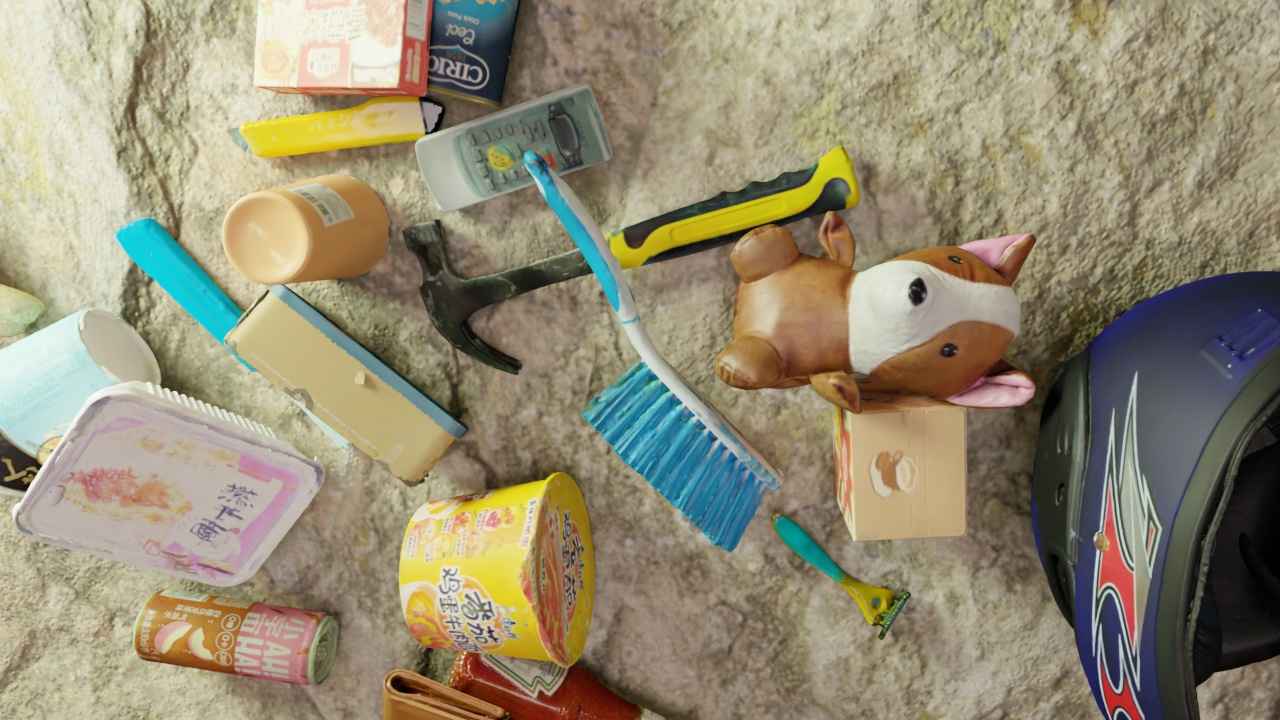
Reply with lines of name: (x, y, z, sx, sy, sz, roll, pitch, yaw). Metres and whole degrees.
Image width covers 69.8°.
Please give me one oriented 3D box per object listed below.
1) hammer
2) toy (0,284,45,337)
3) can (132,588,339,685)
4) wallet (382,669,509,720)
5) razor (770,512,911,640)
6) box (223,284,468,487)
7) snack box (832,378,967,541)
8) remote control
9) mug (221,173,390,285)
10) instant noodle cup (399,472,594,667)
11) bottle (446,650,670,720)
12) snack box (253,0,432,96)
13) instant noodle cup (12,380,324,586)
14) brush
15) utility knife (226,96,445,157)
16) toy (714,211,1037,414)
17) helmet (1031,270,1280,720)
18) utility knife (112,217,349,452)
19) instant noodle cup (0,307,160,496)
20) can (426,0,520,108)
hammer: (-0.003, -0.081, 0.664, 0.323, 0.032, 0.126, -16, 101, 7)
toy: (-0.521, -0.081, 0.687, 0.157, 0.066, 0.105, 46, 143, -10)
can: (-0.323, 0.222, 0.738, 0.147, 0.058, 0.058, 8, 103, 2)
wallet: (-0.153, 0.295, 0.724, 0.108, 0.031, 0.132, 21, 138, 1)
razor: (0.149, 0.160, 0.708, 0.132, 0.028, 0.043, 39, 79, -8)
box: (-0.203, 0.023, 0.666, 0.184, 0.090, 0.061, 37, 82, -8)
snack box: (0.181, 0.067, 0.652, 0.077, 0.094, 0.093, -3, 102, 5)
remote control: (-0.090, -0.150, 0.653, 0.135, 0.019, 0.056, -16, 118, 7)
mug: (-0.229, -0.088, 0.630, 0.078, 0.122, 0.078, 1, 102, 3)
instant noodle cup: (-0.104, 0.154, 0.676, 0.110, 0.137, 0.138, -5, 102, 13)
bottle: (-0.051, 0.276, 0.734, 0.206, 0.059, 0.060, 21, 103, -2)
snack box: (-0.200, -0.216, 0.608, 0.153, 0.025, 0.075, 12, 99, 33)
instant noodle cup: (-0.341, 0.084, 0.676, 0.173, 0.060, 0.138, 30, 105, -41)
brush: (-0.004, 0.004, 0.649, 0.109, 0.060, 0.314, -44, 110, 5)
utility knife: (-0.220, -0.170, 0.665, 0.164, 0.015, 0.033, -5, 103, 5)
toy: (0.155, -0.032, 0.603, 0.200, 0.130, 0.140, 6, 81, 13)
helmet: (0.366, 0.104, 0.569, 0.247, 0.240, 0.315, 12, 92, 0)
utility knife: (-0.307, -0.018, 0.703, 0.034, 0.018, 0.236, -42, 96, 9)
instant noodle cup: (-0.433, 0.023, 0.682, 0.120, 0.111, 0.111, -32, 99, 3)
can: (-0.120, -0.234, 0.615, 0.075, 0.075, 0.111, 14, 102, 0)
